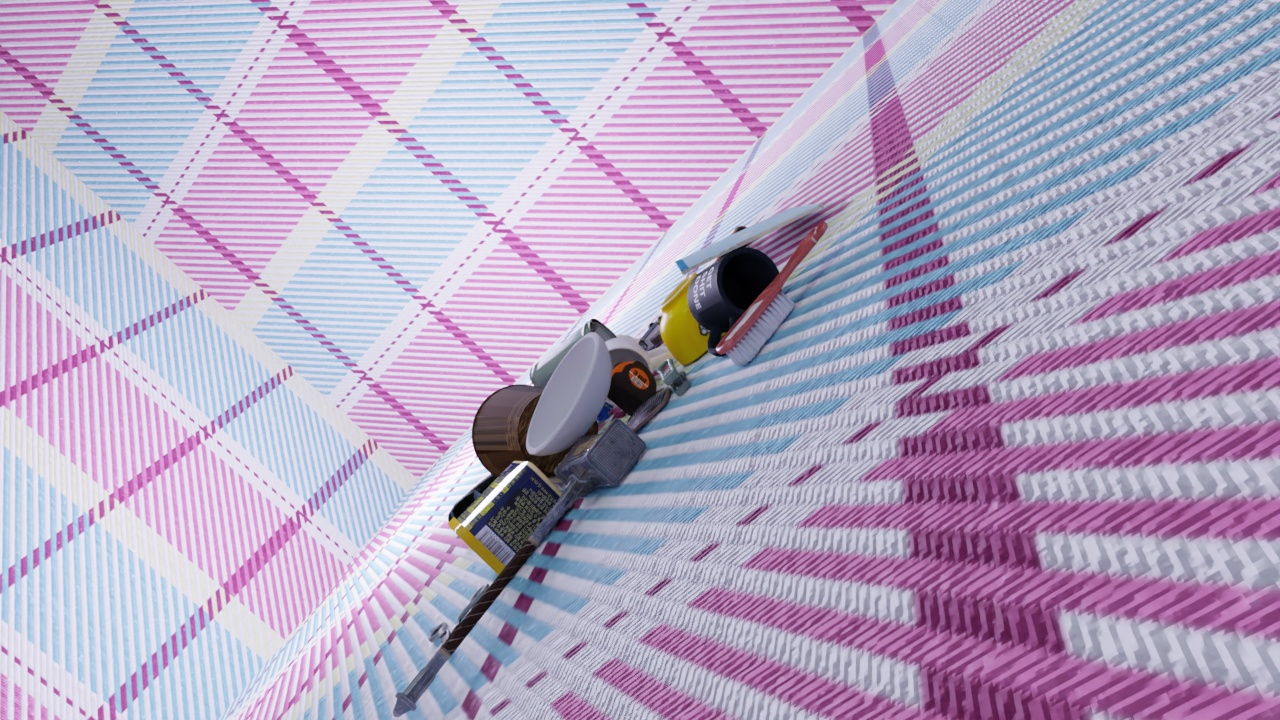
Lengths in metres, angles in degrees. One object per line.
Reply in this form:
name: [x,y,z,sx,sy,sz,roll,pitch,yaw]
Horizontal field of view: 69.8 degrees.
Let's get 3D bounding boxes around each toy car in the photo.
toy car: [0.016,-0.033,1.337,0.089,0.027,0.039,-51,6,-27]
toy car: [-0.054,0.047,1.226,0.092,0.033,0.061,6,46,41]

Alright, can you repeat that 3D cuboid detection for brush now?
brush: [0.131,-0.062,0.853,0.172,0.030,0.041,-51,8,-19]
brush: [-0.019,0.077,1.010,0.136,0.015,0.049,-43,7,21]

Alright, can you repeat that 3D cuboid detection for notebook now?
notebook: [0.129,-0.157,1.174,0.181,0.009,0.253,-25,7,5]

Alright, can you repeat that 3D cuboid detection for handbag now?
handbag: [-0.075,0.016,1.261,0.122,0.106,0.067,-36,13,25]

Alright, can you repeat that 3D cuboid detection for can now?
can: [-0.142,0.168,0.994,0.104,0.075,0.135,-46,7,-15]

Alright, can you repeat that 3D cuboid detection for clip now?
clip: [0.035,0.017,0.979,0.023,0.042,0.076,-44,8,4]

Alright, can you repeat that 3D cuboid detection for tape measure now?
tape measure: [-0.014,0.031,1.059,0.038,0.058,0.058,-42,14,39]

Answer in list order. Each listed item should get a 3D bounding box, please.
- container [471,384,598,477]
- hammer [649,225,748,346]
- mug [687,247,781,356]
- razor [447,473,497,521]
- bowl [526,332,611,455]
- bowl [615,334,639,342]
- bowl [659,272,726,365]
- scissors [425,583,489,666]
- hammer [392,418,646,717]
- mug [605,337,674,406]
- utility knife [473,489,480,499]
container: [-0.129,0.091,1.152,0.132,0.132,0.167,-49,14,-19]
hammer: [0.102,-0.113,1.268,0.138,0.035,0.313,-42,8,32]
mug: [0.091,-0.055,0.935,0.078,0.071,0.105,153,133,-68]
razor: [-0.218,0.202,1.345,0.140,0.053,0.064,-40,-25,-1]
bowl: [-0.070,0.044,1.006,0.150,0.043,0.149,-51,20,27]
bowl: [-0.070,0.022,1.406,0.188,0.060,0.219,-47,9,1]
bowl: [0.066,-0.059,1.052,0.117,0.067,0.117,-45,7,7]
scissors: [-0.207,0.289,0.951,0.159,0.014,0.141,-40,7,42]
hammer: [-0.116,0.190,0.850,0.321,0.044,0.099,-51,9,-27]
mug: [-0.007,0.007,1.144,0.110,0.074,0.090,-20,9,1]
utility knife: [-0.179,0.179,1.118,0.166,0.015,0.022,76,-156,-69]
